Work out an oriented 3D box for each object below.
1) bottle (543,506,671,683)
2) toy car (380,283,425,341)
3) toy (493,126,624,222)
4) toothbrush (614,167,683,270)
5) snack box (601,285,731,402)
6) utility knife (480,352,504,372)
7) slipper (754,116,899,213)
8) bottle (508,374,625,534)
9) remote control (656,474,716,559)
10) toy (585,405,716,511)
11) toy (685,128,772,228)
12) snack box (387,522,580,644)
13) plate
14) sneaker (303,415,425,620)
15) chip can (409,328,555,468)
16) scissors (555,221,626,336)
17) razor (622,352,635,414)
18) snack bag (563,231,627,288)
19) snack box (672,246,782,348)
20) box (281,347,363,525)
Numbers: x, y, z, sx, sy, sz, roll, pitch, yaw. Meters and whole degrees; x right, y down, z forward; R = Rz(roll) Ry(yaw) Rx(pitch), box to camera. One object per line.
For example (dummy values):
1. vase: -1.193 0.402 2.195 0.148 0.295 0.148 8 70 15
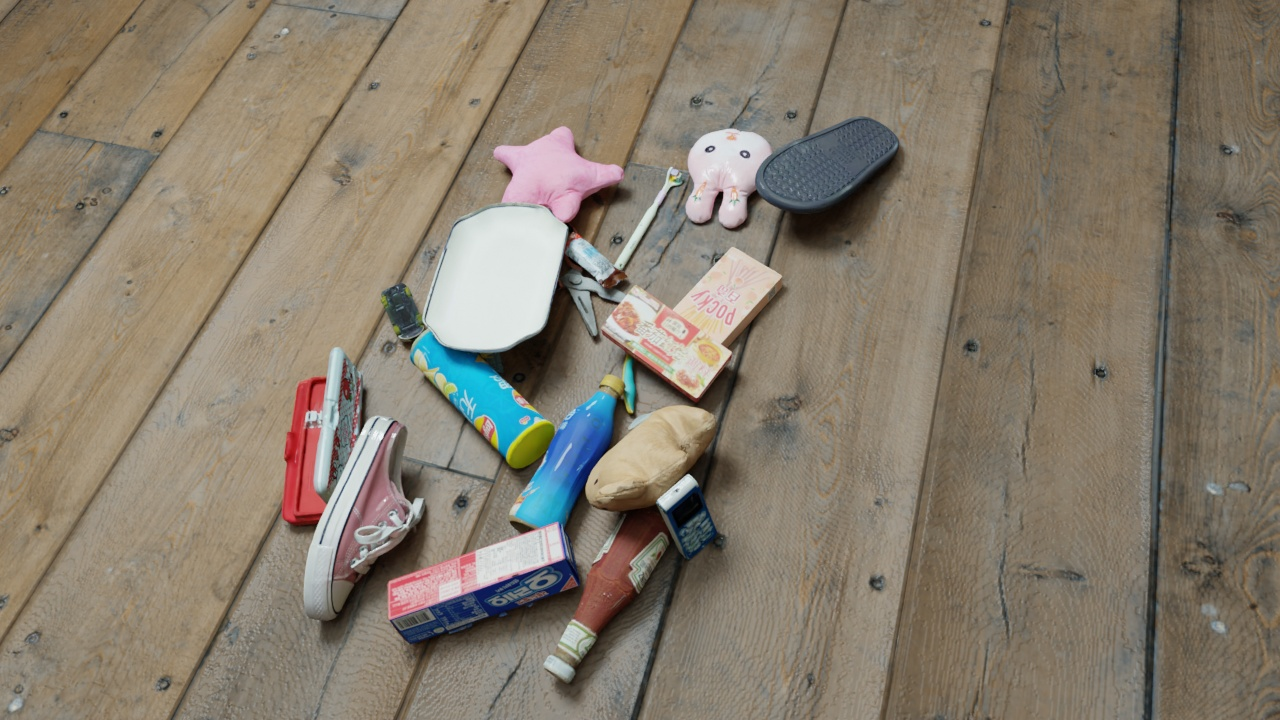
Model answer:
1. bottle: -0.037 0.256 1.010 0.060 0.060 0.205 26 66 20
2. toy car: -0.320 -0.063 1.243 0.042 0.035 0.090 -26 61 -8
3. toy: -0.140 -0.264 1.320 0.178 0.075 0.194 -39 59 -17
4. toothbrush: 0.010 -0.198 1.295 0.020 0.029 0.189 -6 48 54
5. snack box: 0.032 -0.022 1.146 0.153 0.025 0.075 36 79 11
6. utility knife: -0.214 -0.052 1.241 0.031 0.019 0.178 -22 64 0
7. slipper: 0.258 -0.255 1.274 0.267 0.083 0.110 -33 68 -33
8. bottle: -0.078 0.112 1.095 0.065 0.065 0.218 21 64 18
9. remote control: 0.051 0.174 1.009 0.049 0.125 0.024 -39 53 -14
10. toy: -0.002 0.122 1.015 0.082 0.144 0.225 52 33 -2
11. toy: 0.123 -0.262 1.304 0.121 0.054 0.159 9 69 12
12. snack box: -0.172 0.246 1.013 0.207 0.057 0.058 -20 40 2
13. plate: -0.184 -0.106 1.196 0.162 0.034 0.265 3 52 5
14. sneaker: -0.308 0.185 1.052 0.088 0.118 0.240 17 76 4
15. chip can: -0.200 0.041 1.147 0.071 0.071 0.210 -41 63 -17
16. scissors: -0.102 -0.120 1.257 0.225 0.015 0.188 13 55 5
17. razor: -0.007 0.007 1.170 0.028 0.043 0.132 2 66 18
18. snack bag: -0.068 -0.137 1.246 0.105 0.026 0.045 40 49 18
19. snack box: 0.107 -0.073 1.206 0.084 0.026 0.157 34 68 23
20. box: -0.399 0.092 1.126 0.095 0.100 0.200 -7 58 2
